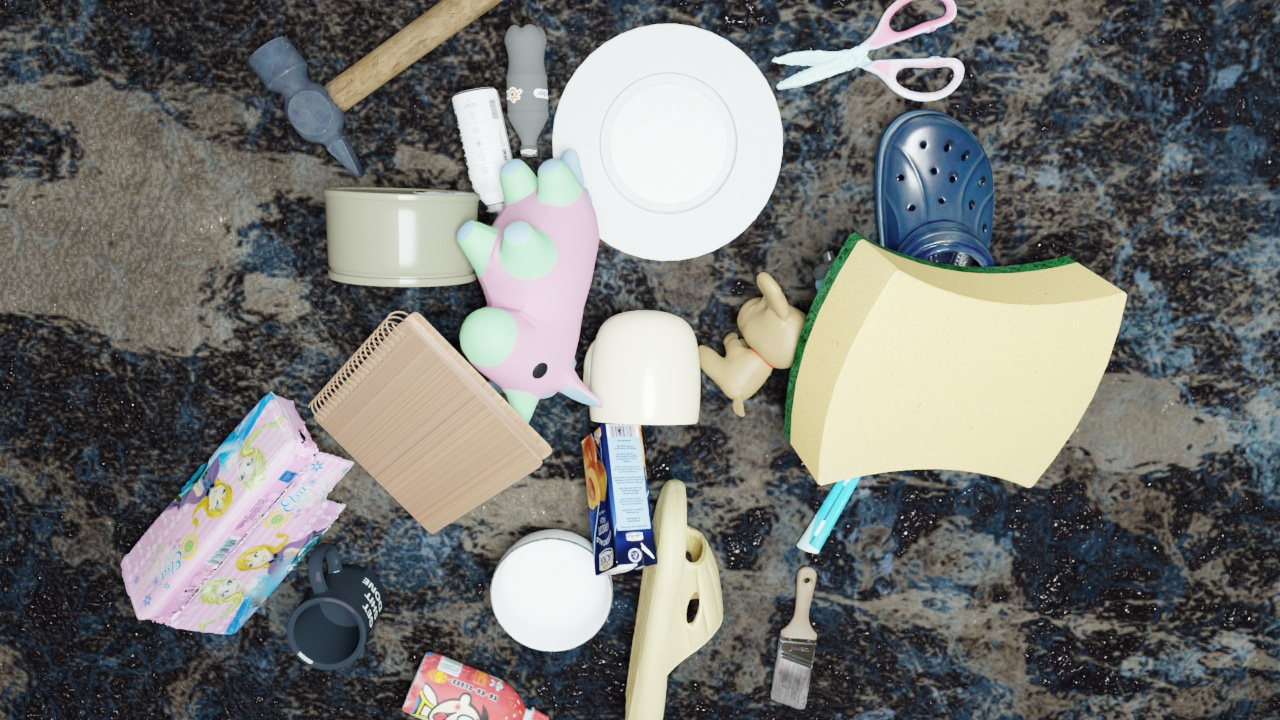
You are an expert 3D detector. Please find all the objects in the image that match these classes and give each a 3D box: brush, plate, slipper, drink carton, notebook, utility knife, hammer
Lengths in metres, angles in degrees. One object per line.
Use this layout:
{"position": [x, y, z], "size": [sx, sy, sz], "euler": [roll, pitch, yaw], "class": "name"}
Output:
{"position": [0.260, 0.006, 0.776], "size": [0.250, 0.075, 0.195], "euler": [3, 119, -18], "class": "brush"}
{"position": [0.025, -0.194, 0.824], "size": [0.208, 0.015, 0.209], "euler": [0, 101, -2], "class": "plate"}
{"position": [0.037, 0.243, 0.860], "size": [0.079, 0.111, 0.262], "euler": [9, 104, -1], "class": "slipper"}
{"position": [-0.020, 0.127, 0.829], "size": [0.040, 0.064, 0.130], "euler": [0, 70, -21], "class": "drink carton"}
{"position": [-0.192, 0.060, 0.798], "size": [0.169, 0.022, 0.211], "euler": [47, 136, -8], "class": "notebook"}
{"position": [0.158, 0.278, 0.918], "size": [0.039, 0.012, 0.151], "euler": [7, 100, -3], "class": "brush"}
{"position": [0.268, -0.094, 0.813], "size": [0.105, 0.095, 0.253], "euler": [-4, 104, 1], "class": "slipper"}
{"position": [0.191, 0.133, 0.892], "size": [0.022, 0.015, 0.124], "euler": [30, 98, 23], "class": "utility knife"}
{"position": [-0.168, -0.293, 0.792], "size": [0.322, 0.040, 0.129], "euler": [-34, 104, 4], "class": "hammer"}

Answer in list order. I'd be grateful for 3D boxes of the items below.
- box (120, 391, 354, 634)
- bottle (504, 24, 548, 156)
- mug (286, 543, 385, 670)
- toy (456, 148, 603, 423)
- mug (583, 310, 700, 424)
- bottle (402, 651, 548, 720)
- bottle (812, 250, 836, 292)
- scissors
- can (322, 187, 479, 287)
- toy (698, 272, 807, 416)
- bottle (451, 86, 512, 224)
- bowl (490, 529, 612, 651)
{"position": [-0.372, 0.150, 0.871], "size": [0.230, 0.105, 0.086], "euler": [-47, 55, 6], "class": "box"}
{"position": [-0.099, -0.234, 0.802], "size": [0.036, 0.036, 0.110], "euler": [-1, 101, -2], "class": "bottle"}
{"position": [-0.288, 0.224, 0.862], "size": [0.071, 0.077, 0.105], "euler": [-12, 101, 0], "class": "mug"}
{"position": [-0.083, -0.066, 0.783], "size": [0.120, 0.221, 0.171], "euler": [6, 145, 28], "class": "toy"}
{"position": [-0.005, 0.005, 0.826], "size": [0.120, 0.096, 0.099], "euler": [1, 89, 38], "class": "mug"}
{"position": [-0.157, 0.338, 0.896], "size": [0.137, 0.062, 0.062], "euler": [24, 99, -5], "class": "bottle"}
{"position": [0.193, -0.039, 0.846], "size": [0.040, 0.040, 0.130], "euler": [-21, 101, 2], "class": "bottle"}
{"position": [0.204, -0.256, 0.820], "size": [0.179, 0.016, 0.105], "euler": [-21, 101, 2], "class": "scissors"}
{"position": [-0.201, -0.107, 0.778], "size": [0.128, 0.127, 0.073], "euler": [2, 102, -2], "class": "can"}
{"position": [0.110, -0.012, 0.821], "size": [0.134, 0.105, 0.108], "euler": [36, 108, -30], "class": "toy"}
{"position": [-0.134, -0.178, 0.810], "size": [0.041, 0.041, 0.116], "euler": [-11, 101, 0], "class": "bottle"}
{"position": [-0.083, 0.211, 0.873], "size": [0.113, 0.063, 0.113], "euler": [0, 101, -2], "class": "bowl"}
